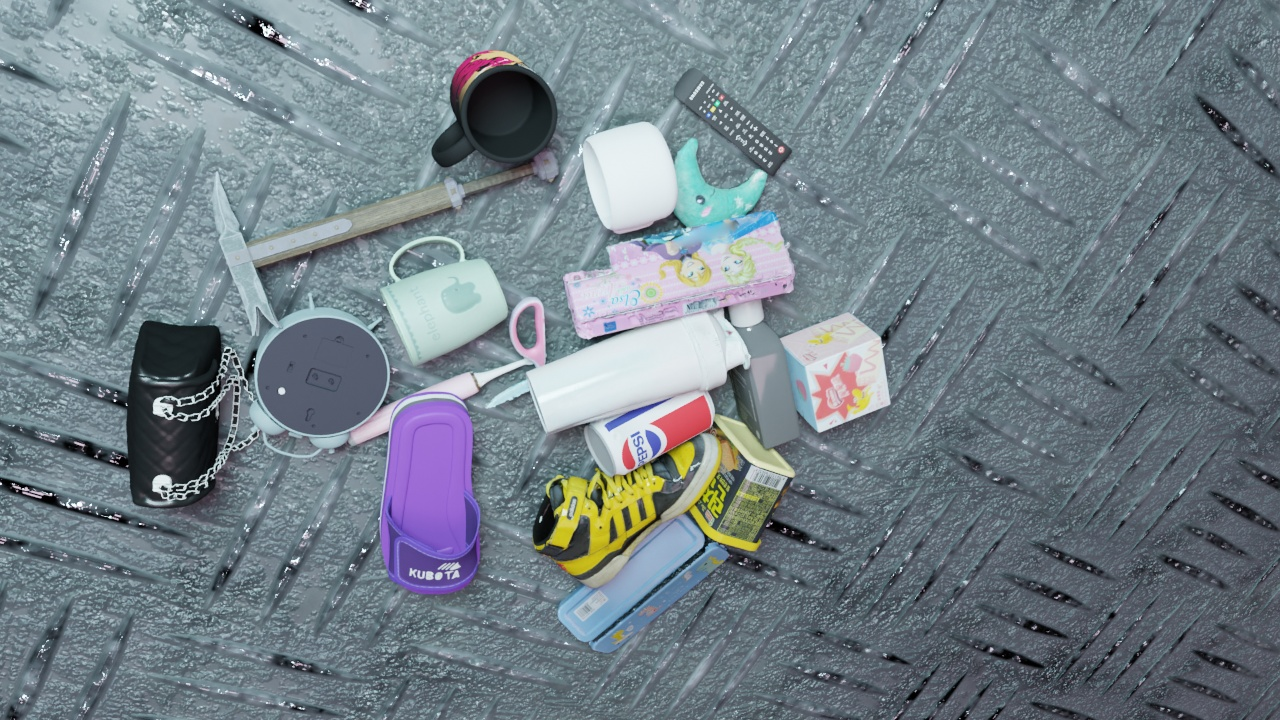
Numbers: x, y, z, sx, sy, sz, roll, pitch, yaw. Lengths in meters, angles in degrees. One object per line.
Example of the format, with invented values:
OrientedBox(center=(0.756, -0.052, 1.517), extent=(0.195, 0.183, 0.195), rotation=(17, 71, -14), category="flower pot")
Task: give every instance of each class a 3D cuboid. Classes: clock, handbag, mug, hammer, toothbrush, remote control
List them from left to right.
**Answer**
OrientedBox(center=(-0.410, 0.055, 0.846), extent=(0.114, 0.125, 0.154), rotation=(8, 112, -21), category="handbag")
OrientedBox(center=(-0.315, 0.022, 0.894), extent=(0.122, 0.045, 0.159), rotation=(21, 99, -29), category="clock")
OrientedBox(center=(-0.227, -0.144, 0.853), extent=(0.316, 0.028, 0.147), rotation=(-20, 95, -12), category="hammer")
OrientedBox(center=(-0.194, -0.066, 0.890), extent=(0.104, 0.084, 0.111), rotation=(-25, 92, -14), category="mug")
OrientedBox(center=(-0.202, 0.034, 0.960), extent=(0.222, 0.026, 0.027), rotation=(-23, 138, -7), category="toothbrush")
OrientedBox(center=(-0.137, -0.215, 0.816), extent=(0.118, 0.098, 0.082), rotation=(-39, 120, 3), category="mug")
OrientedBox(center=(-0.009, -0.169, 0.886), extent=(0.068, 0.094, 0.116), rotation=(-17, 141, -11), category="mug")
OrientedBox(center=(0.096, -0.239, 0.926), extent=(0.146, 0.015, 0.033), rotation=(32, 102, -28), category="remote control")

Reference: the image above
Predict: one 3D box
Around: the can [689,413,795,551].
OrientedBox(center=(0.106, 0.136, 1.047), extent=(0.072, 0.130, 0.101), rotation=(20, 105, -25), category="can")

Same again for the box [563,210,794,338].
OrientedBox(center=(0.038, -0.091, 0.926), extent=(0.230, 0.084, 0.071), rotation=(-13, 131, -6), category="box")

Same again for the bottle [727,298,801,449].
OrientedBox(center=(0.128, 0.003, 1.016), extent=(0.046, 0.083, 0.174), rotation=(-20, 118, -8), category="bottle")

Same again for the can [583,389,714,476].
OrientedBox(center=(0.011, 0.069, 1.002), extent=(0.132, 0.070, 0.070), rotation=(-27, 121, -21), category="can")

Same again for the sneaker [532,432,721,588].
OrientedBox(center=(-0.026, 0.149, 1.034), extent=(0.122, 0.086, 0.239), rotation=(35, 105, -32), category="sneaker")

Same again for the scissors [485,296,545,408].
OrientedBox(center=(-0.085, 0.002, 0.971), extent=(0.176, 0.013, 0.171), rotation=(-17, 126, -22), category="scissors")

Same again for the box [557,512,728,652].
OrientedBox(center=(0.007, 0.281, 1.137), extent=(0.209, 0.043, 0.125), rotation=(-41, 119, 6), category="box")

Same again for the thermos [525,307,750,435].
OrientedBox(center=(-0.006, 0.006, 0.951), extent=(0.220, 0.099, 0.099), rotation=(-19, 119, -10), category="thermos")

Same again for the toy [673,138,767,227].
OrientedBox(center=(0.073, -0.172, 0.941), extent=(0.105, 0.033, 0.085), rotation=(19, 107, -27), category="toy")

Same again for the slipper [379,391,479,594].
OrientedBox(center=(-0.217, 0.167, 0.968), extent=(0.107, 0.084, 0.267), rotation=(-4, 122, -20), category="slipper")

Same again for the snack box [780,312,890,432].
OrientedBox(center=(0.222, 0.013, 1.052), extent=(0.094, 0.079, 0.093), rotation=(-20, 119, -7), category="snack box")
